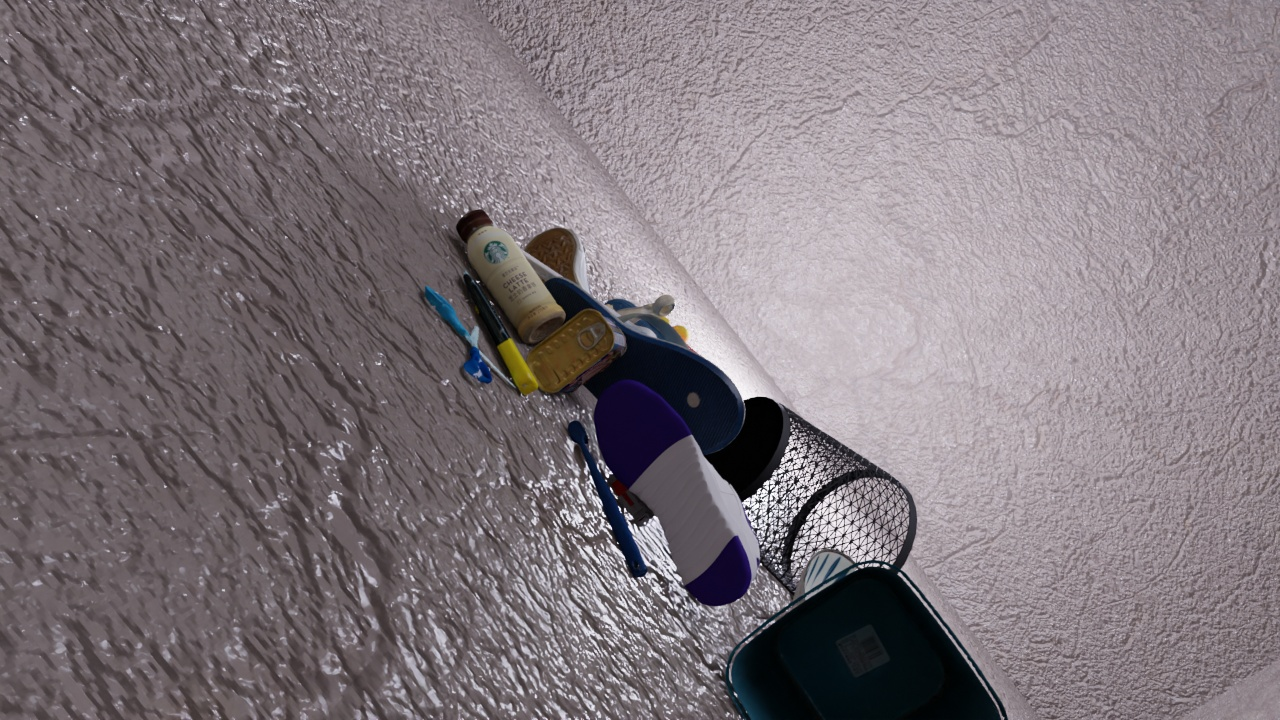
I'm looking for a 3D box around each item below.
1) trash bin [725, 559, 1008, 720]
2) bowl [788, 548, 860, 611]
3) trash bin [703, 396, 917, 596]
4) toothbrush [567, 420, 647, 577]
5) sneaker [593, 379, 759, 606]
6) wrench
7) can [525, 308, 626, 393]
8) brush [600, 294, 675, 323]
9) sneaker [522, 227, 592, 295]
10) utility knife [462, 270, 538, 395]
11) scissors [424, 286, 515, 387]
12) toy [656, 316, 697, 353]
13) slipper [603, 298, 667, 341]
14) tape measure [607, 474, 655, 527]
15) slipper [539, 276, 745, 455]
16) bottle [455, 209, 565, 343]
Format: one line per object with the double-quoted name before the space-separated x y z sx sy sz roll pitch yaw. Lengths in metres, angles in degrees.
"trash bin" 0.216 0.311 0.899 0.199 0.197 0.218 56 6 15
"bowl" 0.226 0.323 1.111 0.177 0.071 0.177 29 45 -35
"trash bin" 0.205 0.182 1.225 0.243 0.217 0.216 39 16 -25
"toothbrush" -0.033 0.129 0.885 0.017 0.016 0.190 49 9 -49
"sneaker" 0.047 0.126 0.930 0.244 0.092 0.111 60 17 15
"wrench" -0.095 -0.092 1.072 0.273 0.047 0.009 34 50 7
"can" -0.066 -0.008 0.971 0.054 0.100 0.059 55 11 13
"brush" -0.016 -0.051 1.142 0.077 0.062 0.273 56 -20 -5
"sneaker" -0.097 -0.080 1.176 0.235 0.087 0.079 -109 178 -46
"utility knife" -0.148 -0.035 0.933 0.174 0.020 0.029 58 -4 31
"scissors" -0.159 -0.015 0.853 0.127 0.014 0.133 51 5 -26
"toy" 0.077 0.031 1.436 0.147 0.099 0.216 11 40 -57
"slipper" 0.015 0.001 1.276 0.213 0.104 0.059 51 8 15
"tape measure" -0.004 0.140 0.954 0.062 0.020 0.060 54 11 10
"slipper" -0.006 0.006 1.018 0.295 0.118 0.060 36 18 24
"bottle" -0.150 -0.097 1.029 0.162 0.056 0.056 54 11 14
